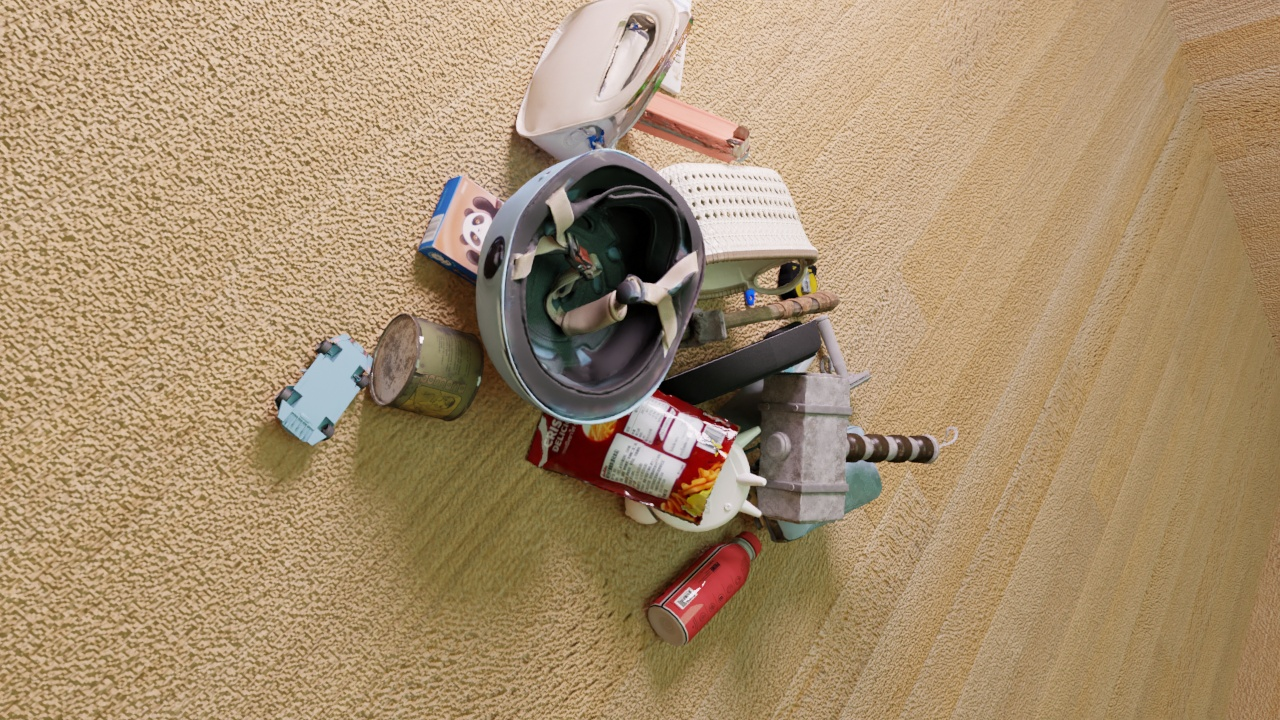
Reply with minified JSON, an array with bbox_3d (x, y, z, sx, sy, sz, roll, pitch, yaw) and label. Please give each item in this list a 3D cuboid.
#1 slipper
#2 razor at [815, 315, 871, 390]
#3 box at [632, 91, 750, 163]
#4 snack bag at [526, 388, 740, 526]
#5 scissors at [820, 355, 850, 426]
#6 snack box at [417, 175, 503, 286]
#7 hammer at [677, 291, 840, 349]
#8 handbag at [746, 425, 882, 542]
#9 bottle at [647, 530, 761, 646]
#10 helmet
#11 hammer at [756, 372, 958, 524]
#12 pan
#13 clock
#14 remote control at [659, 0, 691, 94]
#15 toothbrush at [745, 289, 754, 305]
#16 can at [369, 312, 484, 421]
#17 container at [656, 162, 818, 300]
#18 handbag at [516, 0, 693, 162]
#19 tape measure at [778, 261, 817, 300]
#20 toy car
[{"bbox_3d":[0.161,0.062,1.190,0.267,0.098,0.055,-44,114,-35],"label":"slipper"},{"bbox_3d":[0.282,-0.010,1.331,0.088,0.047,0.116,-22,91,-46],"label":"razor"},{"bbox_3d":[0.044,-0.279,1.061,0.059,0.187,0.056,-16,129,-64],"label":"box"},{"bbox_3d":[-0.008,0.086,1.006,0.208,0.067,0.138,23,81,4],"label":"snack bag"},{"bbox_3d":[0.265,0.063,1.338,0.175,0.014,0.141,41,59,-33],"label":"scissors"},{"bbox_3d":[-0.152,-0.117,0.970,0.151,0.034,0.087,32,67,-36],"label":"snack box"},{"bbox_3d":[0.154,-0.059,1.181,0.317,0.122,0.049,-12,95,-43],"label":"hammer"},{"bbox_3d":[0.220,0.161,1.224,0.191,0.119,0.122,-22,92,-32],"label":"handbag"},{"bbox_3d":[0.087,0.273,1.133,0.176,0.062,0.062,-35,110,-37],"label":"bottle"},{"bbox_3d":[-0.062,-0.066,0.911,0.225,0.167,0.265,27,72,-32],"label":"helmet"},{"bbox_3d":[0.287,0.111,1.158,0.325,0.080,0.177,5,87,-35],"label":"hammer"},{"bbox_3d":[0.149,-0.007,1.148,0.354,0.205,0.044,-20,88,-62],"label":"pan"},{"bbox_3d":[0.061,0.135,1.064,0.161,0.073,0.125,-1,96,2],"label":"clock"},{"bbox_3d":[0.038,-0.413,1.173,0.050,0.011,0.135,16,76,-39],"label":"remote control"},{"bbox_3d":[0.146,-0.165,1.246,0.016,0.018,0.182,-2,88,-17],"label":"toothbrush"},{"bbox_3d":[-0.204,0.008,0.878,0.074,0.090,0.089,19,75,-39],"label":"can"},{"bbox_3d":[0.081,-0.143,1.087,0.245,0.185,0.143,-7,81,-43],"label":"container"},{"bbox_3d":[-0.025,-0.303,0.989,0.093,0.200,0.200,33,68,-39],"label":"handbag"},{"bbox_3d":[0.225,-0.109,1.301,0.061,0.034,0.061,-1,89,-40],"label":"tape measure"},{"bbox_3d":[-0.292,0.027,0.841,0.060,0.028,0.107,49,48,-28],"label":"toy car"}]
